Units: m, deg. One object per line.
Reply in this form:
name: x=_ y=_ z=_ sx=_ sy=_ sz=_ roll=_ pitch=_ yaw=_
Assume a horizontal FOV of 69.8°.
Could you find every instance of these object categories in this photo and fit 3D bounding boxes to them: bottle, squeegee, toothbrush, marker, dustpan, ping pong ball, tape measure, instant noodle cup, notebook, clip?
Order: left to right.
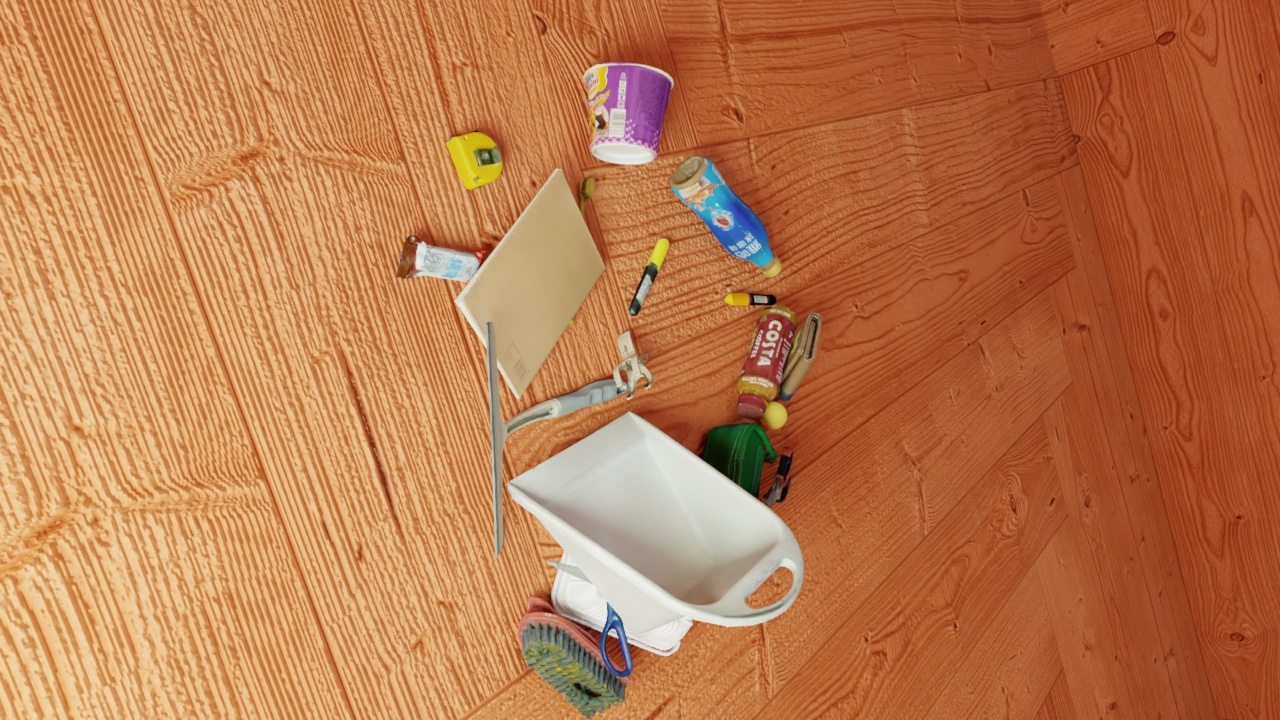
tape measure: x=-0.176 y=-0.219 z=0.997 sx=0.057 sy=0.029 sz=0.060 roll=-32 pitch=105 yaw=-46
notebook: x=-0.111 y=-0.084 z=0.998 sx=0.210 sy=0.012 sz=0.149 roll=-60 pitch=143 yaw=-32
squeegee: x=-0.096 y=0.055 z=1.018 sx=0.245 sy=0.039 sz=0.247 roll=-22 pitch=116 yaw=-53
toothbrush: x=-0.073 y=-0.132 z=1.096 sx=0.015 sy=0.017 sz=0.189 roll=22 pitch=66 yaw=-41
instant noodle cup: x=-0.017 y=-0.300 z=1.133 sx=0.111 sy=0.112 sz=0.099 roll=7 pitch=86 yaw=-46
clip: x=-0.009 y=0.004 z=1.100 sx=0.076 sy=0.035 sz=0.100 roll=52 pitch=19 yaw=-24
instant noodle cup: x=-0.001 y=0.242 z=1.033 sx=0.173 sy=0.060 sz=0.137 roll=29 pitch=61 yaw=-24
marker: x=0.010 y=-0.108 z=1.183 sx=0.018 sy=0.015 sz=0.123 roll=42 pitch=57 yaw=-32
dustpan: x=0.038 y=0.165 z=0.956 sx=0.222 sy=0.143 sz=0.257 roll=-28 pitch=82 yaw=-49
bottle: x=0.129 y=-0.195 z=1.291 sx=0.218 sy=0.065 sz=0.065 roll=42 pitch=54 yaw=-34
marker: x=0.163 y=-0.089 z=1.342 sx=0.123 sy=0.015 sz=0.018 roll=-4 pitch=86 yaw=-50
bottle: x=0.178 y=0.003 z=1.305 sx=0.057 sy=0.058 sz=0.174 roll=44 pitch=53 yaw=-32
ping pong ball: x=0.190 y=0.079 z=1.315 sx=0.040 sy=0.040 sz=0.040 roll=12 pitch=73 yaw=-45

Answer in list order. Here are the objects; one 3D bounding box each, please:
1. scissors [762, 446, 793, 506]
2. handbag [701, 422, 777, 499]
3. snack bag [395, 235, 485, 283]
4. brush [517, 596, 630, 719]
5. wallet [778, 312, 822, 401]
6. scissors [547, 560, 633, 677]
scissors: x=0.186 y=0.156 z=1.234 sx=0.210 sy=0.015 sz=0.176 roll=75 pitch=29 yaw=-57
handbag: x=0.135 y=0.153 z=1.220 sx=0.120 sy=0.068 sz=0.131 roll=36 pitch=56 yaw=-43
snack bag: x=-0.201 y=-0.100 z=0.944 sx=0.105 sy=0.026 sz=0.045 roll=5 pitch=107 yaw=-47
brush: x=-0.076 y=0.311 z=0.974 sx=0.146 sy=0.063 sz=0.069 roll=50 pitch=19 yaw=-26
wallet: x=0.229 y=-0.004 z=1.325 sx=0.033 sy=0.115 sz=0.090 roll=19 pitch=57 yaw=-1
scissors: x=-0.023 y=0.249 z=0.972 sx=0.175 sy=0.012 sz=0.162 roll=16 pitch=66 yaw=-26
